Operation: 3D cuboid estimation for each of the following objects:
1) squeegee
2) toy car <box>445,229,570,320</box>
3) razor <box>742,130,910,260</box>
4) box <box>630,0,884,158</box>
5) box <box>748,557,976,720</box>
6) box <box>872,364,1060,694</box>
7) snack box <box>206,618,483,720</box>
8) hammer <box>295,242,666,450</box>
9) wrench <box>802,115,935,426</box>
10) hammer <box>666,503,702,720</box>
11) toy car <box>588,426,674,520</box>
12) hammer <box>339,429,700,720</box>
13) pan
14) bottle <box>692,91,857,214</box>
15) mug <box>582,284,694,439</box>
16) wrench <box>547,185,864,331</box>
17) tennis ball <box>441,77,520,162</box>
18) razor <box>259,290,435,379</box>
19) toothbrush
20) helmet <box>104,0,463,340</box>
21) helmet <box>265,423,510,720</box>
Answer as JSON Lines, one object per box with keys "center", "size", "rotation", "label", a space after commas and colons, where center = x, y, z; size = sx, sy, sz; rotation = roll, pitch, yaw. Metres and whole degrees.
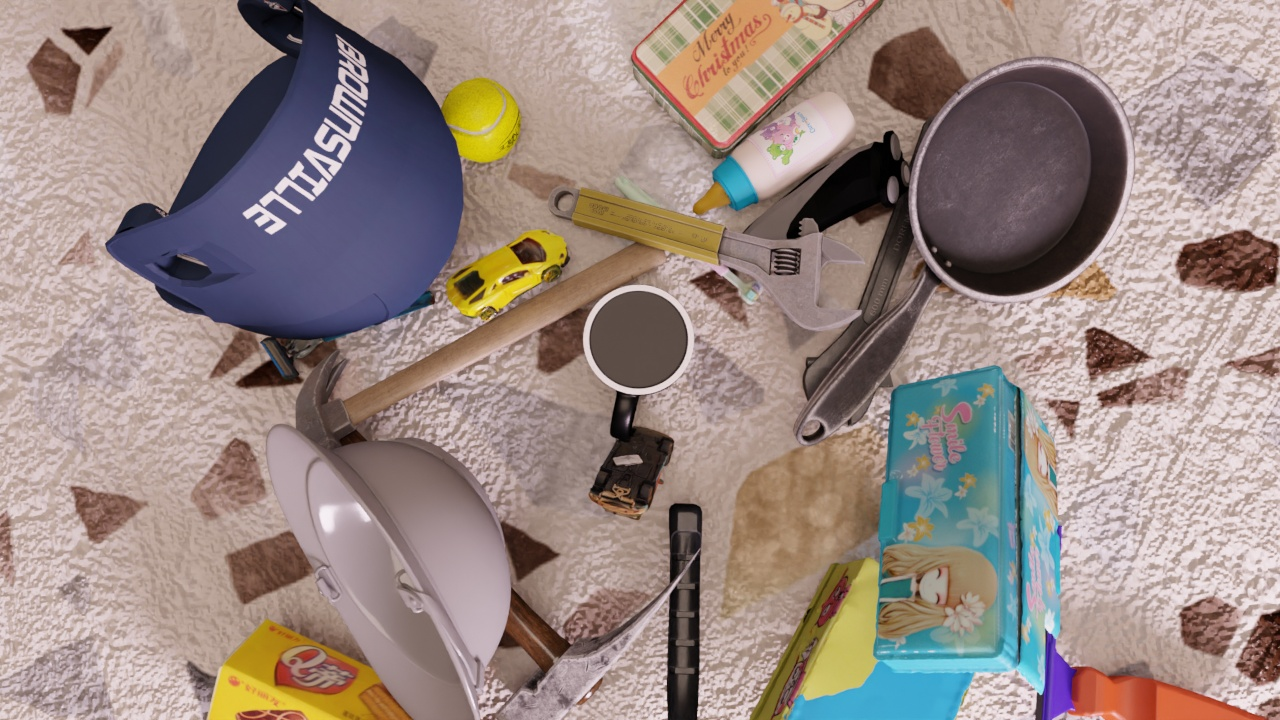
{"center": [0.397, 0.271, 0.721], "size": [0.185, 0.055, 0.249], "rotation": [12, 71, 2], "label": "squeegee"}
{"center": [-0.107, -0.073, 0.747], "size": [0.106, 0.030, 0.049], "rotation": [-33, 56, -11], "label": "toy car"}
{"center": [0.144, -0.124, 0.744], "size": [0.156, 0.057, 0.060], "rotation": [-25, 44, 15], "label": "razor"}
{"center": [0.099, -0.275, 0.753], "size": [0.205, 0.049, 0.117], "rotation": [-43, 87, 1], "label": "box"}
{"center": [0.154, 0.272, 0.684], "size": [0.124, 0.081, 0.220], "rotation": [32, 71, 1], "label": "box"}
{"center": [0.252, 0.133, 0.691], "size": [0.121, 0.098, 0.226], "rotation": [39, 50, -34], "label": "box"}
{"center": [-0.219, 0.304, 0.718], "size": [0.230, 0.061, 0.110], "rotation": [24, 112, 3], "label": "snack box"}
{"center": [-0.128, -0.016, 0.743], "size": [0.331, 0.031, 0.119], "rotation": [-30, 58, -4], "label": "hammer"}
{"center": [0.203, -0.075, 0.758], "size": [0.073, 0.018, 0.273], "rotation": [20, 87, 1], "label": "wrench"}
{"center": [0.032, 0.280, 0.714], "size": [0.025, 0.118, 0.332], "rotation": [2, 83, -1], "label": "hammer"}
{"center": [-0.008, 0.096, 0.726], "size": [0.047, 0.111, 0.047], "rotation": [17, 121, 9], "label": "toy car"}
{"center": [-0.123, 0.133, 0.726], "size": [0.300, 0.037, 0.218], "rotation": [43, 110, 8], "label": "hammer"}
{"center": [0.239, -0.074, 0.723], "size": [0.187, 0.055, 0.357], "rotation": [39, 98, -19], "label": "pan"}
{"center": [0.104, -0.161, 0.747], "size": [0.146, 0.051, 0.051], "rotation": [-33, 87, 1], "label": "bottle"}
{"center": [-0.004, 0.004, 0.720], "size": [0.082, 0.098, 0.118], "rotation": [12, 88, 2], "label": "mug"}
{"center": [0.046, -0.092, 0.730], "size": [0.273, 0.018, 0.083], "rotation": [17, 86, 17], "label": "wrench"}
{"center": [-0.130, -0.195, 0.747], "size": [0.065, 0.065, 0.065], "rotation": [0, 88, 2], "label": "tennis ball"}
{"center": [-0.241, -0.029, 0.769], "size": [0.144, 0.022, 0.042], "rotation": [-22, 125, -3], "label": "razor"}
{"center": [0.039, -0.102, 0.764], "size": [0.155, 0.015, 0.022], "rotation": [40, 70, 2], "label": "toothbrush"}
{"center": [-0.256, -0.126, 0.682], "size": [0.273, 0.223, 0.232], "rotation": [9, 72, 32], "label": "helmet"}
{"center": [-0.150, 0.141, 0.662], "size": [0.117, 0.184, 0.271], "rotation": [-34, 102, -37], "label": "helmet"}
